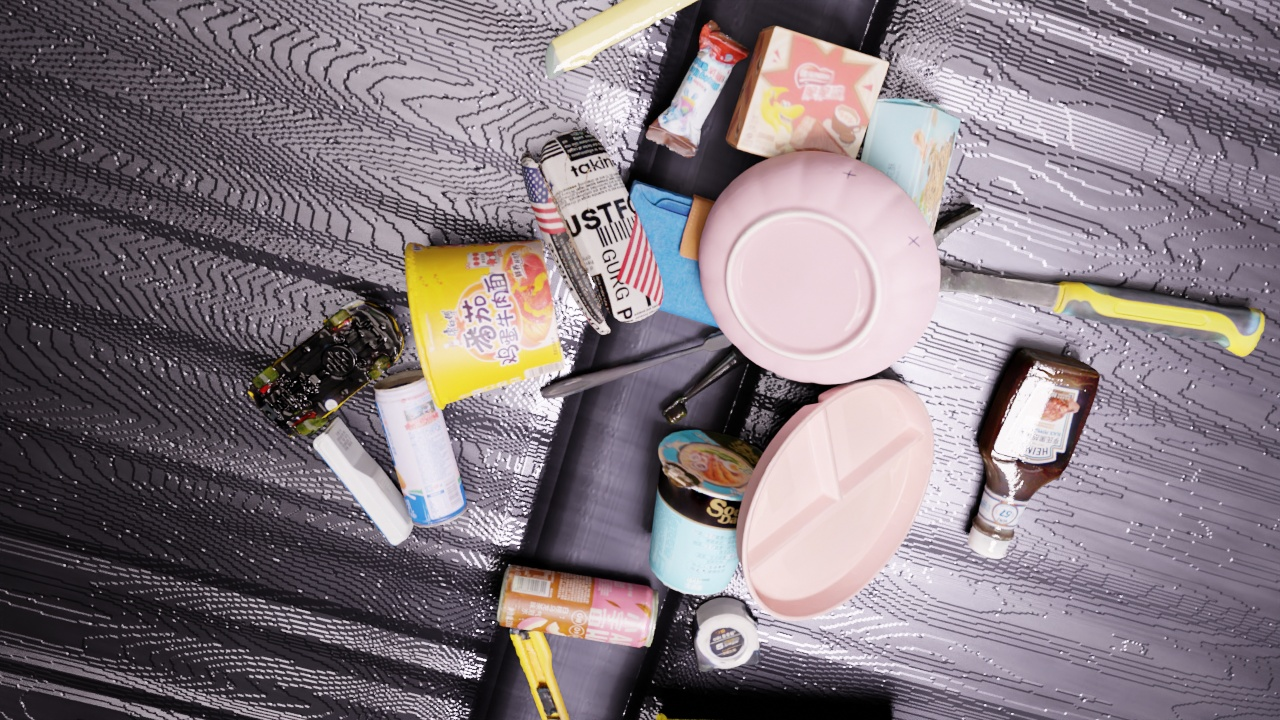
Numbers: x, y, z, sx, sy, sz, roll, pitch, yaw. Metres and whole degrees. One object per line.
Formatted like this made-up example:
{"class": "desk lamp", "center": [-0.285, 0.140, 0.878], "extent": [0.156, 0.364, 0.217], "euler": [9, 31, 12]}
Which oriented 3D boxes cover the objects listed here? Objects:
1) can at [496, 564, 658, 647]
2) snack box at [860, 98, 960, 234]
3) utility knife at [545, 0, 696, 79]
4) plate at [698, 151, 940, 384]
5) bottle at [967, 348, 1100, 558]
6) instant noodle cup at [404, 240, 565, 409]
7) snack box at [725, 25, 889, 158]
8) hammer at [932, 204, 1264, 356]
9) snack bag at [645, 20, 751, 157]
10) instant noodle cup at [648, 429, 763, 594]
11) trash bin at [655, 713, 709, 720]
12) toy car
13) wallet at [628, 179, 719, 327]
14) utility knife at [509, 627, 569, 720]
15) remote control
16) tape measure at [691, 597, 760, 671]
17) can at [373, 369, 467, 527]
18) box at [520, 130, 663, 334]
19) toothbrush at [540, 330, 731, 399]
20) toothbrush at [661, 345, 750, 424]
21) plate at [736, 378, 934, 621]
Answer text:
{"class": "can", "center": [-0.060, 0.234, 0.873], "extent": [0.147, 0.057, 0.058], "euler": [10, 107, -3]}
{"class": "snack box", "center": [0.205, -0.118, 0.742], "extent": [0.052, 0.074, 0.175], "euler": [17, 105, 31]}
{"class": "utility knife", "center": [-0.004, -0.275, 0.735], "extent": [0.167, 0.018, 0.031], "euler": [-24, 110, 8]}
{"class": "plate", "center": [0.129, -0.062, 0.710], "extent": [0.193, 0.038, 0.193], "euler": [13, 120, 23]}
{"class": "bottle", "center": [0.348, 0.089, 0.839], "extent": [0.080, 0.044, 0.195], "euler": [13, 108, -4]}
{"class": "instant noodle cup", "center": [-0.125, -0.038, 0.754], "extent": [0.110, 0.138, 0.138], "euler": [-11, 107, -5]}
{"class": "snack box", "center": [0.129, -0.203, 0.727], "extent": [0.093, 0.077, 0.094], "euler": [16, 106, -5]}
{"class": "hammer", "center": [0.383, -0.055, 0.799], "extent": [0.323, 0.031, 0.126], "euler": [9, 108, -3]}
{"class": "snack bag", "center": [0.047, -0.219, 0.748], "extent": [0.045, 0.026, 0.105], "euler": [26, 108, -12]}
{"class": "instant noodle cup", "center": [0.056, 0.141, 0.826], "extent": [0.111, 0.111, 0.121], "euler": [12, 115, -4]}
{"class": "trash bin", "center": [0.149, 0.447, 0.864], "extent": [0.255, 0.229, 0.230], "euler": [-1, 107, -6]}
{"class": "toy car", "center": [-0.274, 0.007, 0.808], "extent": [0.156, 0.041, 0.071], "euler": [-37, 104, 12]}
{"class": "wallet", "center": [0.042, -0.087, 0.785], "extent": [0.133, 0.040, 0.106], "euler": [16, 111, -6]}
{"class": "utility knife", "center": [-0.090, 0.347, 0.930], "extent": [0.033, 0.015, 0.209], "euler": [-14, 107, 7]}
{"class": "remote control", "center": [-0.249, 0.110, 0.838], "extent": [0.024, 0.049, 0.125], "euler": [-32, 105, 6]}
{"class": "tape measure", "center": [0.083, 0.267, 0.897], "extent": [0.066, 0.033, 0.066], "euler": [-7, 110, 0]}
{"class": "can", "center": [-0.198, 0.079, 0.825], "extent": [0.053, 0.053, 0.135], "euler": [-11, 107, 3]}
{"class": "box", "center": [-0.051, -0.101, 0.756], "extent": [0.088, 0.076, 0.163], "euler": [-15, 102, 50]}
{"class": "toothbrush", "center": [-0.005, 0.005, 0.825], "extent": [0.181, 0.018, 0.016], "euler": [-17, 112, 7]}
{"class": "toothbrush", "center": [0.101, -0.015, 0.812], "extent": [0.213, 0.027, 0.026], "euler": [-41, 136, 11]}
{"class": "plate", "center": [0.170, 0.120, 0.798], "extent": [0.229, 0.028, 0.230], "euler": [-16, 118, -32]}
